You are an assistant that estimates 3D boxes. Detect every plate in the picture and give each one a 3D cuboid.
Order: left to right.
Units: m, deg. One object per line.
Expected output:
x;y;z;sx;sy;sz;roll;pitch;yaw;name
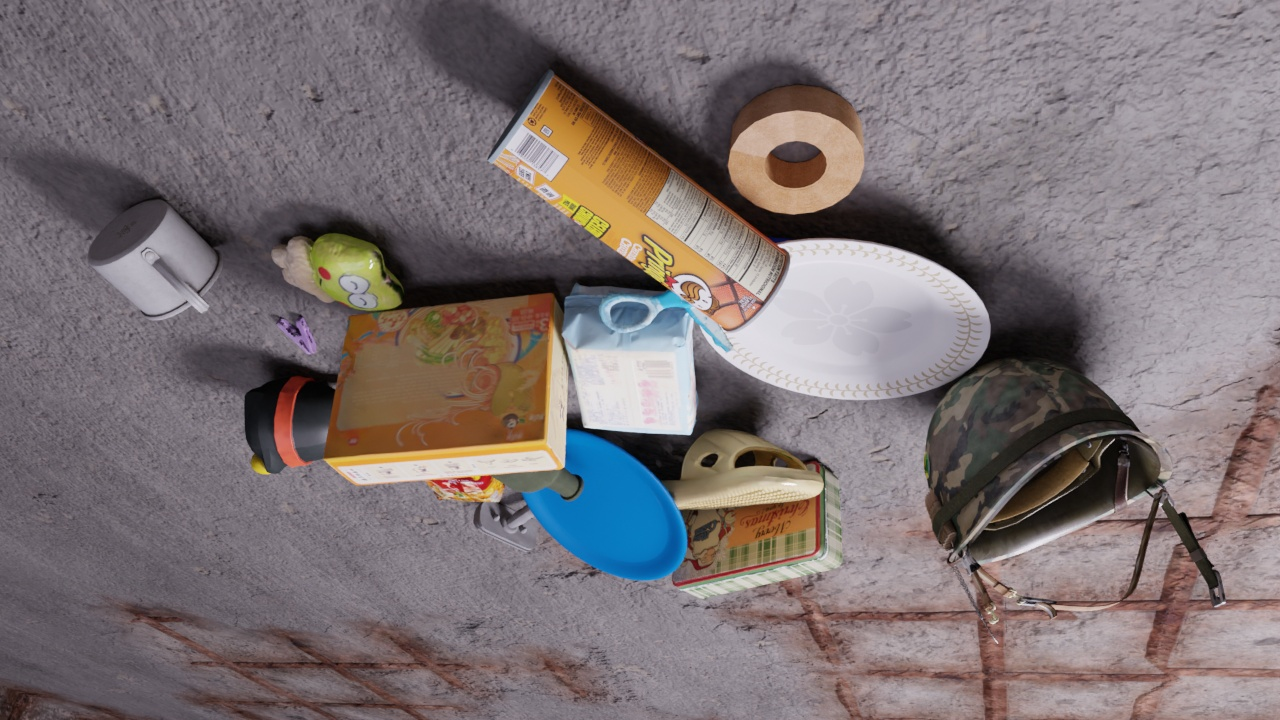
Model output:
-0.043;0.161;1.050;0.224;0.024;0.225;19;133;22;plate
0.169;-0.032;0.783;0.242;0.016;0.243;10;151;6;plate

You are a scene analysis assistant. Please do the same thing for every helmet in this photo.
0.347;0.120;0.787;0.192;0.236;0.225;-16;133;-7;helmet

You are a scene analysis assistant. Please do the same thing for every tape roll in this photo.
0.110;-0.147;0.648;0.094;0.027;0.094;6;144;4;tape roll

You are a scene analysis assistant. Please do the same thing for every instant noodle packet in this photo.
-0.219;0.124;1.074;0.099;0.039;0.136;6;145;15;instant noodle packet

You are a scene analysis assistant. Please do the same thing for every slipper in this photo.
0.096;0.114;0.971;0.111;0.079;0.262;9;163;-24;slipper

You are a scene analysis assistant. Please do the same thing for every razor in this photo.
-0.140;0.189;1.149;0.088;0.047;0.116;32;130;-28;razor

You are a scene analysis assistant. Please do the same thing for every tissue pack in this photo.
-0.005;0.005;0.844;0.112;0.069;0.182;3;145;7;tissue pack

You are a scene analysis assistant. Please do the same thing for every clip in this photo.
-0.337;-0.028;0.914;0.046;0.014;0.050;-28;128;35;clip

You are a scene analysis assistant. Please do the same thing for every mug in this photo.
-0.407;-0.082;0.779;0.113;0.084;0.070;30;160;42;mug

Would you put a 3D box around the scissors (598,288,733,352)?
0.030;-0.066;0.736;0.134;0.012;0.134;2;108;14;scissors

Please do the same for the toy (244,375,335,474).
-0.356;0.065;0.976;0.119;0.097;0.100;3;140;3;toy

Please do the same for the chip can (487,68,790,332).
0.002;-0.109;0.653;0.215;0.075;0.075;34;138;-17;chip can

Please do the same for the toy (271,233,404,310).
-0.268;-0.078;0.805;0.115;0.046;0.092;8;151;14;toy

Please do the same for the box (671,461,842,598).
0.128;0.193;1.035;0.206;0.117;0.050;-22;139;37;box

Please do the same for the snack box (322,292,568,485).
-0.163;0.028;0.810;0.195;0.145;0.081;-6;151;10;snack box

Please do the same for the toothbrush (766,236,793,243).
0.112;-0.094;0.733;0.182;0.018;0.016;9;142;3;toothbrush

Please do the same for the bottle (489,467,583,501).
-0.133;0.090;0.945;0.072;0.071;0.207;-17;140;31;bottle
